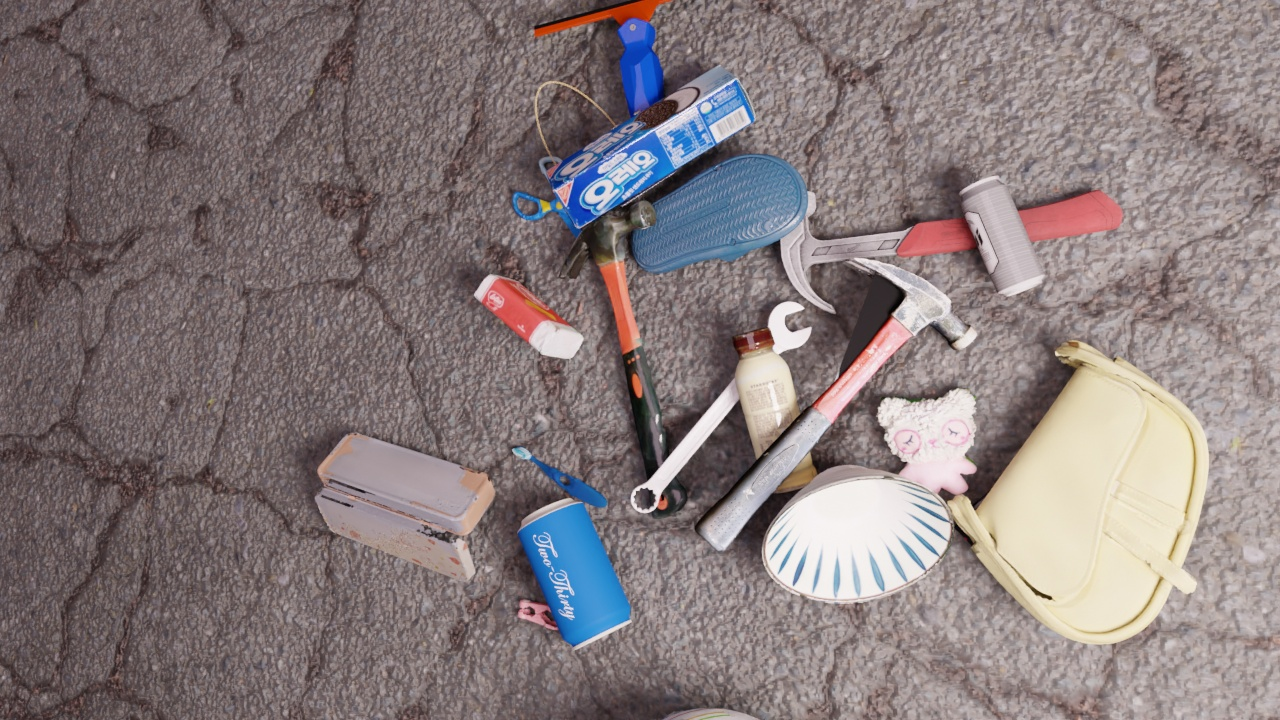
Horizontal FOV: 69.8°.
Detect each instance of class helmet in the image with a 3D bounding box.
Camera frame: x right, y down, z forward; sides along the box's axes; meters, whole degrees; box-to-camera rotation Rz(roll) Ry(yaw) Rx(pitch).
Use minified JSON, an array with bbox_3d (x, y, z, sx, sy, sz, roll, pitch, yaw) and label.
[{"bbox_3d":[0.068,0.435,0.828,0.315,0.231,0.235,-49,34,16],"label":"helmet"}]

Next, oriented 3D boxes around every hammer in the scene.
[{"bbox_3d":[0.298,-0.120,0.905,0.316,0.036,0.126,-5,85,20],"label":"hammer"},{"bbox_3d":[-0.006,0.006,0.997,0.133,0.033,0.333,-18,82,36],"label":"hammer"},{"bbox_3d":[0.165,0.045,0.876,0.140,0.036,0.326,42,88,-1],"label":"hammer"}]

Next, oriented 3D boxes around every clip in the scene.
[{"bbox_3d":[-0.111,0.278,1.027,0.058,0.022,0.037,5,90,23],"label":"clip"}]

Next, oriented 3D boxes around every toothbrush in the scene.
[{"bbox_3d":[-0.093,0.131,1.037,0.132,0.016,0.021,28,97,22],"label":"toothbrush"}]

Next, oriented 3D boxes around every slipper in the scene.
[{"bbox_3d":[0.081,-0.153,0.977,0.214,0.059,0.103,-14,78,34],"label":"slipper"}]

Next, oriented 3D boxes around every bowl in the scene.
[{"bbox_3d":[0.200,0.150,0.876,0.177,0.177,0.070,-25,36,17],"label":"bowl"}]

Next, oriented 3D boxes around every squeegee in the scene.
[{"bbox_3d":[0.003,-0.316,1.027,0.250,0.055,0.185,-8,93,18],"label":"squeegee"}]

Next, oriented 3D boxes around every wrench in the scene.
[{"bbox_3d":[0.082,0.050,0.957,0.047,0.009,0.273,40,91,1],"label":"wrench"}]

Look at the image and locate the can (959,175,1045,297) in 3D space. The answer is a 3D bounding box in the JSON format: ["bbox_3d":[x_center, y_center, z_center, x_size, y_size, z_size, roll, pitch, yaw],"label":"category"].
[{"bbox_3d":[0.335,-0.115,0.852,0.044,0.044,0.106,-22,82,18],"label":"can"}]

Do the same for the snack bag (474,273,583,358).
[{"bbox_3d":[-0.125,-0.049,1.036,0.116,0.077,0.036,40,101,20],"label":"snack bag"}]

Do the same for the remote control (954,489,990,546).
[{"bbox_3d":[0.354,0.128,0.866,0.125,0.010,0.039,-45,71,11],"label":"remote control"}]

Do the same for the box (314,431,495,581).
[{"bbox_3d":[-0.277,0.170,1.093,0.216,0.096,0.104,13,55,22],"label":"box"}]

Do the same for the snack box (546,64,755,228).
[{"bbox_3d":[0.010,-0.229,0.983,0.226,0.059,0.059,-31,36,5],"label":"snack box"}]

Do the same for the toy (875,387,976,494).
[{"bbox_3d":[0.282,0.083,0.886,0.096,0.041,0.109,-11,87,19],"label":"toy"}]

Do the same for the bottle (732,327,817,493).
[{"bbox_3d":[0.131,0.049,0.921,0.057,0.056,0.162,-15,91,19],"label":"bottle"}]

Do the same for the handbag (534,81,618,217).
[{"bbox_3d":[-0.068,-0.255,1.058,0.084,0.027,0.178,-34,73,6],"label":"handbag"}]

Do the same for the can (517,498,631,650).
[{"bbox_3d":[-0.071,0.227,0.985,0.079,0.079,0.146,-31,74,16],"label":"can"}]

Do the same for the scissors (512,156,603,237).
[{"bbox_3d":[-0.087,-0.189,1.073,0.132,0.019,0.105,23,95,19],"label":"scissors"}]

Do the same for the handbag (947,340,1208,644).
[{"bbox_3d":[0.395,0.119,0.803,0.191,0.088,0.233,34,97,16],"label":"handbag"}]
